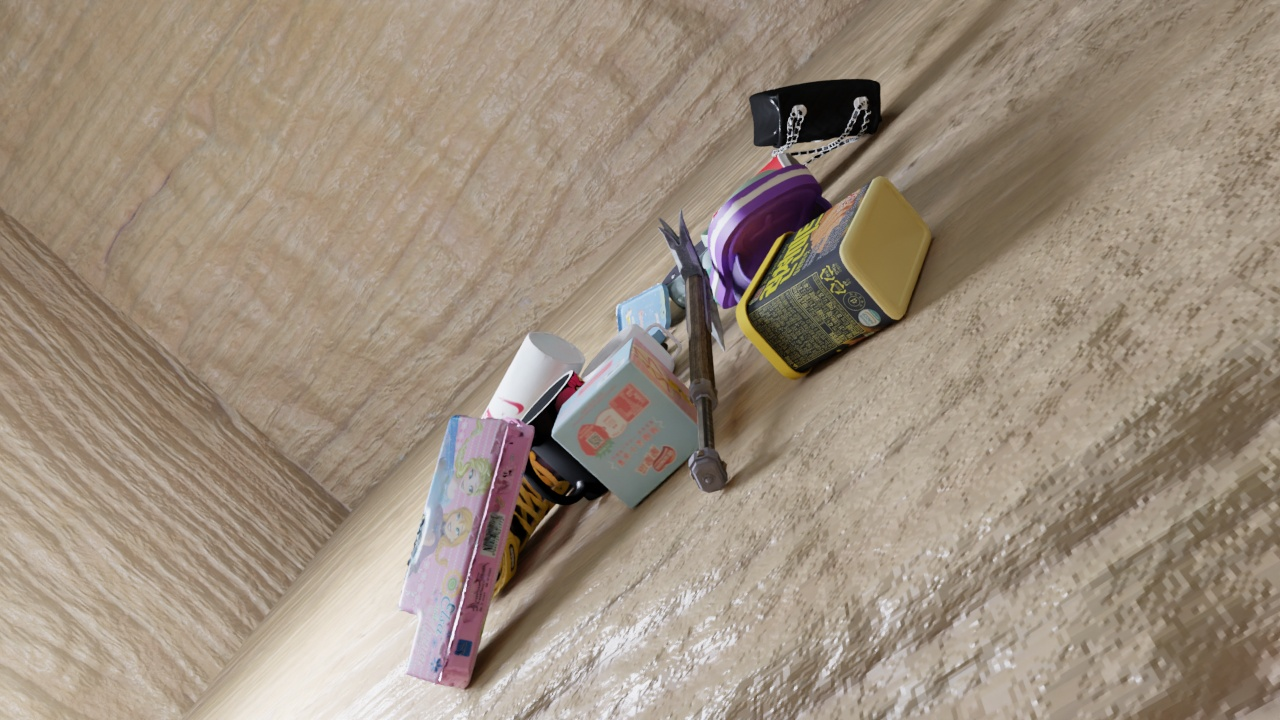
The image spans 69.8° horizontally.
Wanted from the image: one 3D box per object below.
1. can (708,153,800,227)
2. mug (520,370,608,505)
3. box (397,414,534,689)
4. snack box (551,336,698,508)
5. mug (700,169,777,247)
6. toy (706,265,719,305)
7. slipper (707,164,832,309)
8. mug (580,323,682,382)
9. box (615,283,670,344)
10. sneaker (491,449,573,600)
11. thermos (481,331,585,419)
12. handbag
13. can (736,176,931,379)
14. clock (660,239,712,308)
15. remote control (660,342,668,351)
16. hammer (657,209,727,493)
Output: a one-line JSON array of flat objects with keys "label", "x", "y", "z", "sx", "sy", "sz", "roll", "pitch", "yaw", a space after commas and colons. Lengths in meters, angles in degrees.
[{"label": "can", "x": 0.155, "y": -0.195, "z": 1.164, "sx": 0.132, "sy": 0.070, "sz": 0.070, "roll": -41, "pitch": 11, "yaw": 25}, {"label": "mug", "x": -0.066, "y": 0.083, "z": 0.876, "sx": 0.082, "sy": 0.098, "sz": 0.117, "roll": -35, "pitch": 14, "yaw": 47}, {"label": "box", "x": -0.159, "y": 0.157, "z": 0.792, "sx": 0.085, "sy": 0.071, "sz": 0.230, "roll": -24, "pitch": 50, "yaw": 63}, {"label": "snack box", "x": -0.006, "y": 0.051, "z": 0.771, "sx": 0.093, "sy": 0.095, "sz": 0.079, "roll": -44, "pitch": 9, "yaw": 13}, {"label": "mug", "x": 0.120, "y": -0.153, "z": 1.018, "sx": 0.111, "sy": 0.084, "sz": 0.103, "roll": -14, "pitch": 17, "yaw": 38}, {"label": "toy", "x": 0.101, "y": -0.097, "z": 1.114, "sx": 0.105, "sy": 0.033, "sz": 0.085, "roll": -50, "pitch": 22, "yaw": -27}, {"label": "slipper", "x": 0.125, "y": -0.085, "z": 0.849, "sx": 0.107, "sy": 0.084, "sz": 0.267, "roll": -32, "pitch": -11, "yaw": -6}, {"label": "mug", "x": -0.006, "y": 0.006, "z": 1.026, "sx": 0.116, "sy": 0.068, "sz": 0.094, "roll": -42, "pitch": 11, "yaw": 24}, {"label": "box", "x": -0.008, "y": -0.035, "z": 1.292, "sx": 0.124, "sy": 0.043, "sz": 0.210, "roll": -68, "pitch": 15, "yaw": -12}, {"label": "sneaker", "x": -0.129, "y": 0.145, "z": 0.918, "sx": 0.238, "sy": 0.086, "sz": 0.122, "roll": -50, "pitch": 4, "yaw": -2}, {"label": "thermos", "x": -0.145, "y": 0.074, "z": 1.067, "sx": 0.221, "sy": 0.099, "sz": 0.099, "roll": -62, "pitch": 5, "yaw": 19}, {"label": "handbag", "x": 0.224, "y": -0.296, "z": 1.161, "sx": 0.153, "sy": 0.115, "sz": 0.125, "roll": -5, "pitch": 11, "yaw": -3}, {"label": "can", "x": 0.144, "y": -0.062, "z": 0.672, "sx": 0.101, "sy": 0.072, "sz": 0.130, "roll": -33, "pitch": 16, "yaw": 43}, {"label": "clock", "x": 0.083, "y": -0.124, "z": 1.253, "sx": 0.123, "sy": 0.045, "sz": 0.159, "roll": -43, "pitch": 11, "yaw": 15}, {"label": "remote control", "x": -0.011, "y": 0.014, "z": 1.169, "sx": 0.147, "sy": 0.015, "sz": 0.033, "roll": -33, "pitch": 16, "yaw": 51}, {"label": "hammer", "x": 0.052, "y": 0.003, "z": 0.757, "sx": 0.028, "sy": 0.147, "sz": 0.316, "roll": -19, "pitch": 29, "yaw": 13}]
